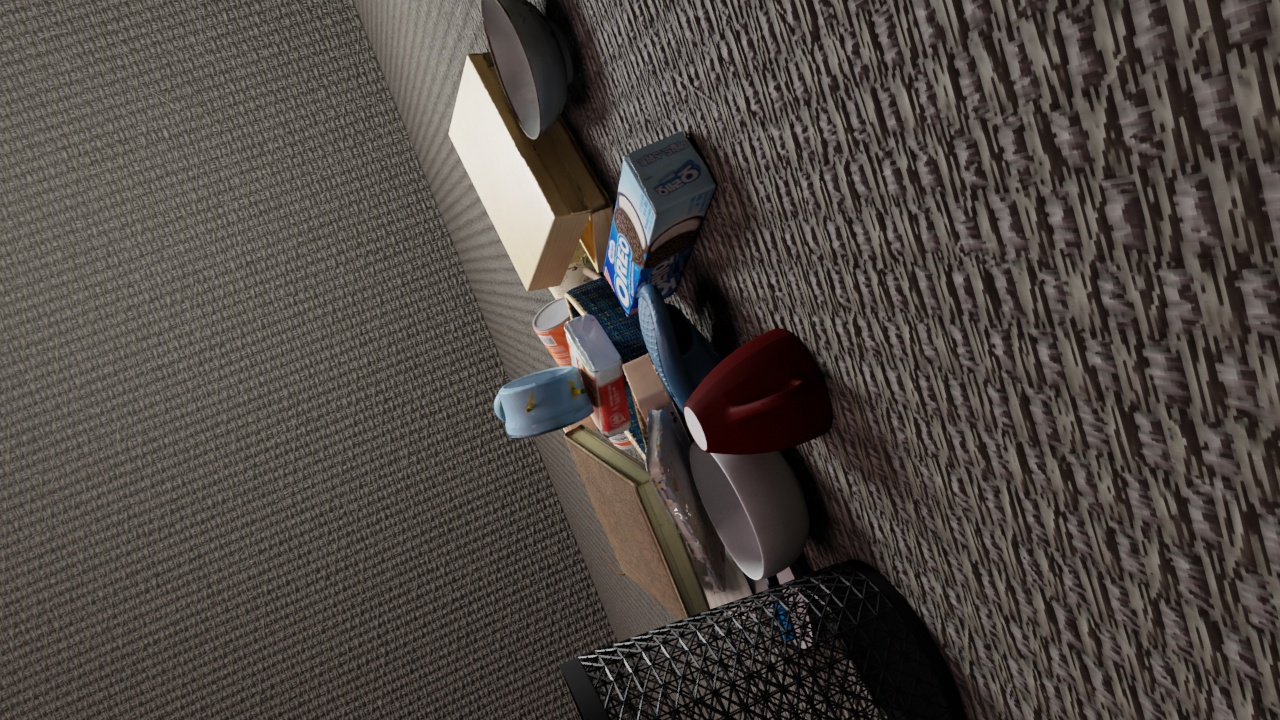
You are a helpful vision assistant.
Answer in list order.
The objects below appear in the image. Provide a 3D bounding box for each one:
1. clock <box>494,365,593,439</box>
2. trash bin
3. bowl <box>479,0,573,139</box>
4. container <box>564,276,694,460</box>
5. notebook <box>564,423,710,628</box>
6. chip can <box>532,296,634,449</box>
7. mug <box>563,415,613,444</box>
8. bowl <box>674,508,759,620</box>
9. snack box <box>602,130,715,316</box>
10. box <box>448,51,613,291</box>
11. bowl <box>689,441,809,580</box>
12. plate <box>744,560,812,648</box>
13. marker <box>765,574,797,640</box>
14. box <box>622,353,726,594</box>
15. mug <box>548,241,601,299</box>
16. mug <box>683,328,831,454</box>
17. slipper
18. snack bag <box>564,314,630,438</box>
[{"bbox_3d":[-0.099,0.039,0.917,0.125,0.088,0.052,11,119,70],"label":"clock"},{"bbox_3d":[0.094,0.278,0.697,0.217,0.243,0.217,60,166,26],"label":"trash bin"},{"bbox_3d":[-0.105,-0.300,0.914,0.150,0.056,0.151,61,166,26],"label":"bowl"},{"bbox_3d":[-0.006,0.006,1.014,0.187,0.071,0.145,50,159,51],"label":"container"},{"bbox_3d":[-0.014,0.173,0.993,0.190,0.034,0.216,25,143,51],"label":"notebook"},{"bbox_3d":[-0.056,0.019,1.154,0.210,0.062,0.062,58,174,-32],"label":"chip can"},{"bbox_3d":[-0.057,0.065,1.252,0.111,0.104,0.085,65,168,3],"label":"mug"},{"bbox_3d":[0.068,0.234,1.068,0.177,0.071,0.177,154,91,-85],"label":"bowl"},{"bbox_3d":[0.010,-0.108,0.786,0.059,0.059,0.227,60,166,11],"label":"snack box"},{"bbox_3d":[-0.111,-0.223,1.037,0.248,0.122,0.141,60,143,23],"label":"box"},{"bbox_3d":[0.101,0.116,0.792,0.131,0.064,0.132,60,166,26],"label":"bowl"},{"bbox_3d":[0.133,0.207,0.922,0.172,0.019,0.173,60,166,26],"label":"plate"},{"bbox_3d":[0.127,0.216,0.881,0.018,0.015,0.123,-156,46,-73],"label":"marker"},{"bbox_3d":[0.038,0.114,0.883,0.153,0.058,0.217,-106,-6,-49],"label":"box"},{"bbox_3d":[-0.071,-0.101,1.123,0.122,0.081,0.097,31,156,32],"label":"mug"},{"bbox_3d":[0.082,0.031,0.664,0.087,0.088,0.114,66,167,1],"label":"mug"},{"bbox_3d":[0.050,0.009,0.831,0.214,0.059,0.103,60,-176,-44],"label":"slipper"},{"bbox_3d":[-0.043,0.017,0.933,0.077,0.036,0.116,56,163,36],"label":"snack bag"}]
